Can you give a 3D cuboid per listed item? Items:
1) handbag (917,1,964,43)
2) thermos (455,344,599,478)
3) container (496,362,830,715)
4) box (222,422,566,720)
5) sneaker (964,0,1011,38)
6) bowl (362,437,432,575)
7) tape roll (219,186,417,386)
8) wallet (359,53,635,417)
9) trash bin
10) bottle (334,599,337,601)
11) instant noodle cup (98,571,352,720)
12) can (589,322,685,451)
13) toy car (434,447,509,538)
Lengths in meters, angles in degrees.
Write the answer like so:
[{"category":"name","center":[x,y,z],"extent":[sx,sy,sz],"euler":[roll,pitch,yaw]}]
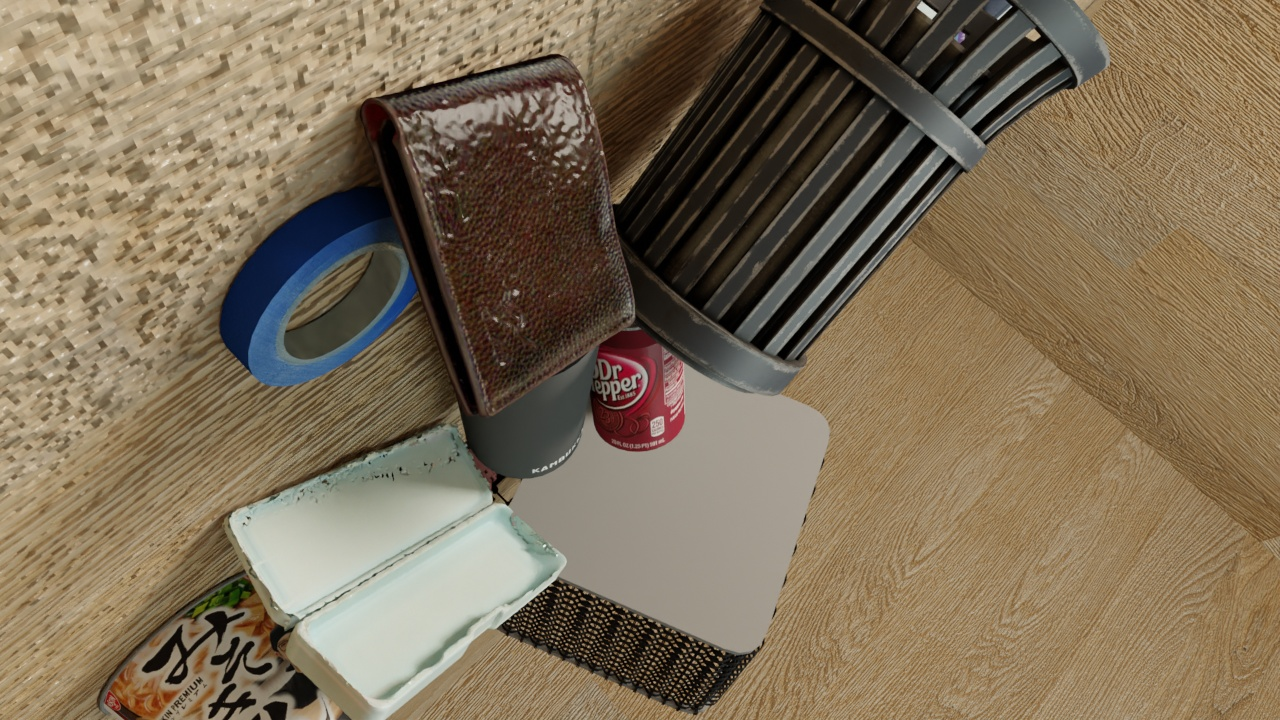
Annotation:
[{"category":"handbag","center":[0.122,-0.196,0.577],"extent":[0.169,0.068,0.145],"euler":[-33,141,-19]},{"category":"thermos","center":[-0.067,0.000,0.521],"extent":[0.082,0.082,0.241],"euler":[-43,170,-19]},{"category":"container","center":[0.010,0.149,0.838],"extent":[0.244,0.245,0.246],"euler":[105,8,-62]},{"category":"box","center":[-0.136,0.117,0.547],"extent":[0.043,0.136,0.196],"euler":[-46,171,24]},{"category":"sneaker","center":[0.231,-0.292,0.644],"extent":[0.295,0.127,0.120],"euler":[-43,-144,27]},{"category":"bowl","center":[-0.174,0.115,0.621],"extent":[0.124,0.052,0.124],"euler":[-44,170,-10]},{"category":"tape roll","center":[-0.123,-0.028,0.367],"extent":[0.093,0.016,0.091],"euler":[-52,169,31]},{"category":"wallet","center":[-0.047,-0.051,0.356],"extent":[0.031,0.120,0.099],"euler":[3,-154,38]},{"category":"trash bin","center":[0.089,-0.107,0.476],"extent":[0.228,0.164,0.164],"euler":[-51,169,19]},{"category":"bottle","center":[-0.251,0.223,0.767],"extent":[0.142,0.042,0.041],"euler":[-51,169,29]},{"category":"instant noodle cup","center":[-0.234,0.213,0.561],"extent":[0.123,0.122,0.124],"euler":[-44,170,-10]},{"category":"can","center":[-0.004,0.003,0.596],"extent":[0.063,0.063,0.114],"euler":[-40,145,-30]},{"category":"toy car","center":[-0.147,0.119,0.727],"extent":[0.169,0.062,0.070],"euler":[-42,170,-22]}]
